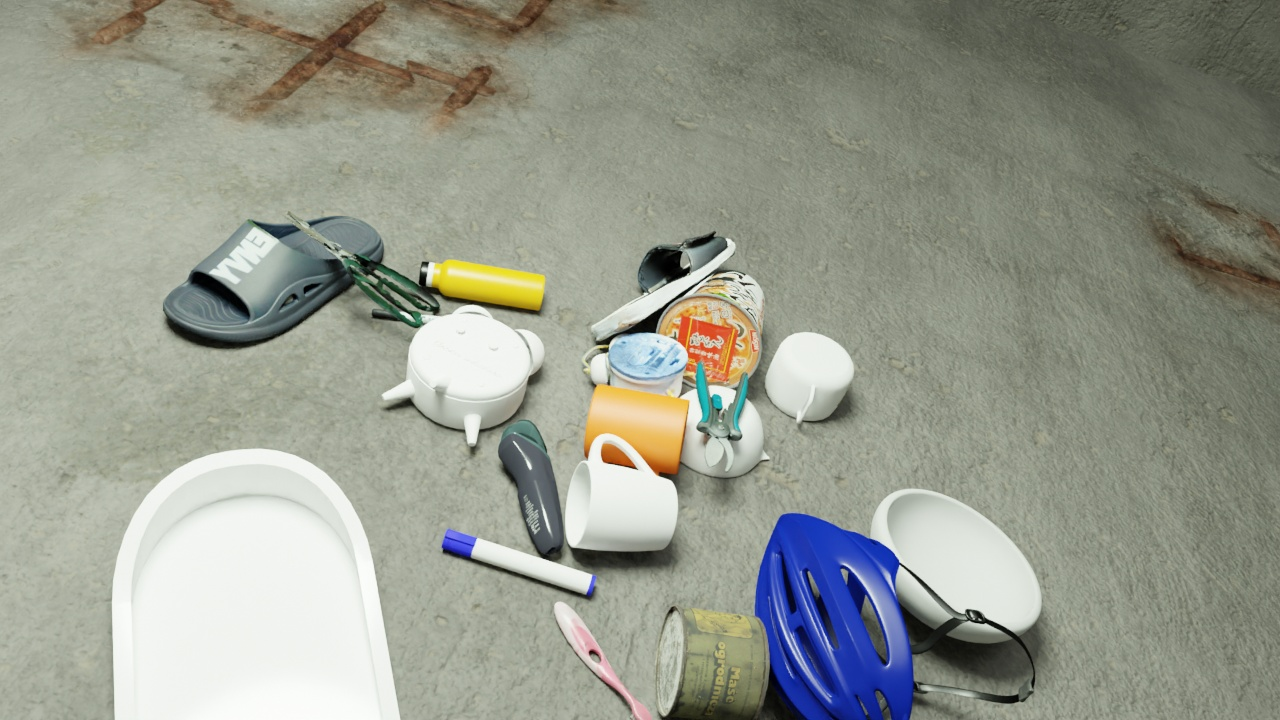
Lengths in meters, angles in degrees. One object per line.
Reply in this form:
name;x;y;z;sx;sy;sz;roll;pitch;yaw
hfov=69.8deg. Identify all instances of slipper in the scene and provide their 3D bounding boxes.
slipper;-0.386;-0.109;1.002;0.111;0.084;0.267;34;42;14
slipper;0.028;-0.108;1.129;0.263;0.111;0.063;-41;101;-40

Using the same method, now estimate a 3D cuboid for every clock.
clock;-0.178;0.003;0.962;0.125;0.073;0.160;26;42;8
clock;-0.006;0.006;1.033;0.125;0.052;0.088;18;37;21

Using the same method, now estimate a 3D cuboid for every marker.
marker;-0.227;-0.045;1.043;0.152;0.011;0.011;7;43;-13
marker;-0.110;0.183;0.834;0.141;0.020;0.020;18;41;-1

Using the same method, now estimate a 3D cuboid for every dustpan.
dustpan;-0.311;0.187;0.732;0.191;0.053;0.257;-5;47;-25

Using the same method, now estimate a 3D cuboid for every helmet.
helmet;0.214;0.236;0.797;0.227;0.148;0.241;3;44;-11

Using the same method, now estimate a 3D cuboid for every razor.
razor;-0.103;0.123;0.888;0.052;0.047;0.142;19;37;-39

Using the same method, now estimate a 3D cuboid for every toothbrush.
toothbrush;-0.034;0.260;0.786;0.021;0.016;0.135;-20;52;-36

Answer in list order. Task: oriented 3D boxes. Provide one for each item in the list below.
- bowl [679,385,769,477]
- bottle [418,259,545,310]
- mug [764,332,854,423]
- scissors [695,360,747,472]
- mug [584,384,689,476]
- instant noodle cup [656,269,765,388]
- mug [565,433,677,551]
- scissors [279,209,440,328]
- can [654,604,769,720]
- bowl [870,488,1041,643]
bowl;0.086;0.069;1.006;0.114;0.051;0.114;10;42;-10
bottle;-0.187;-0.091;1.083;0.143;0.043;0.043;9;42;-11
mug;0.198;0.024;1.082;0.094;0.068;0.115;19;41;0
scissors;0.085;0.052;0.970;0.125;0.019;0.154;-19;56;-33
mug;-0.006;0.087;0.936;0.096;0.078;0.112;10;76;5
instant noodle cup;0.095;-0.046;1.092;0.123;0.124;0.121;24;33;6
mug;-0.018;0.126;0.877;0.087;0.081;0.114;10;62;-18
scissors;-0.304;-0.106;1.015;0.209;0.015;0.137;40;13;3
can;0.059;0.255;0.767;0.074;0.090;0.089;10;42;-10
bowl;0.301;0.213;0.912;0.176;0.066;0.176;17;34;-12
